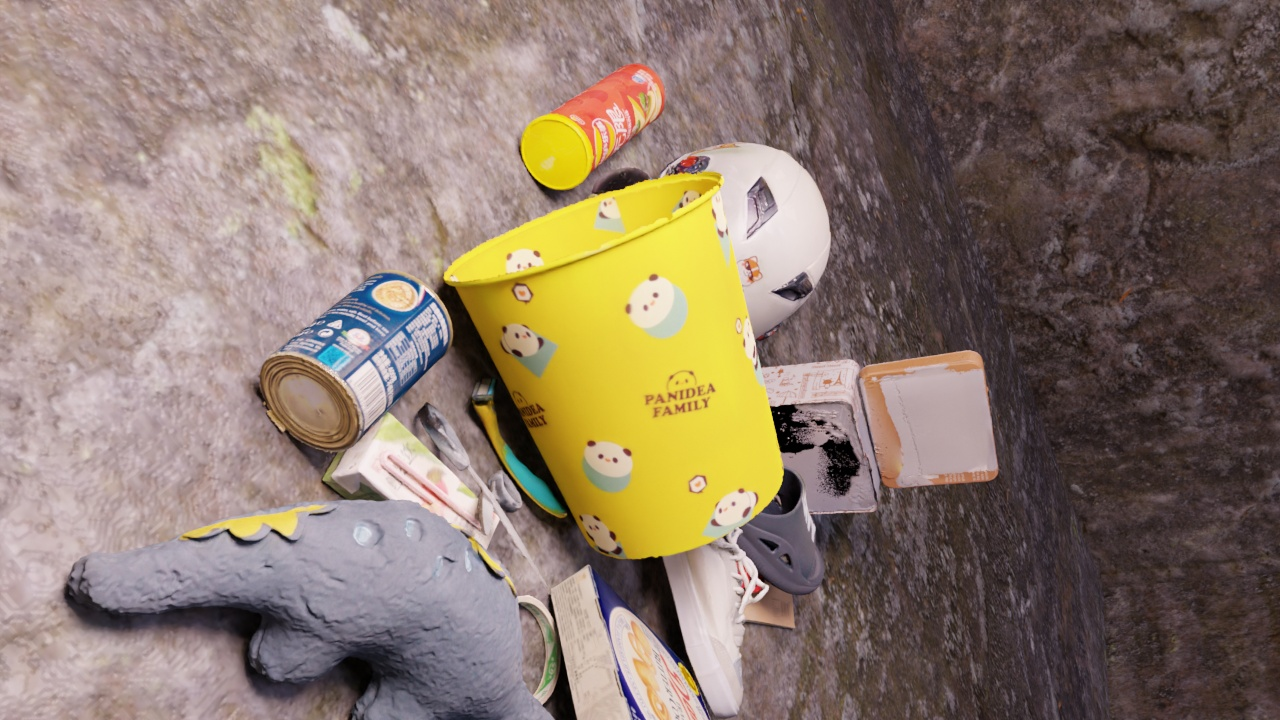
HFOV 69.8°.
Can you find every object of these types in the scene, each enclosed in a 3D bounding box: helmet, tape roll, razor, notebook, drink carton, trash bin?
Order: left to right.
[{"bbox_3d":[-0.154,0.095,0.632,0.122,0.046,0.053,52,39,-31],"label":"drink carton"},{"bbox_3d":[-0.099,0.077,0.743,0.132,0.028,0.043,61,3,-17],"label":"razor"},{"bbox_3d":[-0.093,0.225,0.703,0.085,0.014,0.085,30,52,-49],"label":"tape roll"},{"bbox_3d":[-0.004,0.004,0.752,0.228,0.230,0.255,-47,122,-54],"label":"trash bin"},{"bbox_3d":[0.134,-0.148,1.043,0.230,0.157,0.273,61,17,-19],"label":"helmet"},{"bbox_3d":[0.141,0.204,1.083,0.149,0.012,0.211,28,55,-51],"label":"notebook"}]

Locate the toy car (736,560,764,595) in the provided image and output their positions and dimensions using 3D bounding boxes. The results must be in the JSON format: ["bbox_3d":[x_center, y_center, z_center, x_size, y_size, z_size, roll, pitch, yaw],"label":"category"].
[{"bbox_3d":[0.099,0.227,0.974,0.106,0.031,0.049,3,72,-47],"label":"toy car"}]

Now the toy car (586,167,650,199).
[{"bbox_3d":[-0.023,-0.112,0.885,0.042,0.070,0.158,35,61,-59],"label":"toy car"}]

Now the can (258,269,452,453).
[{"bbox_3d":[-0.183,-0.001,0.599,0.075,0.075,0.110,61,34,-21],"label":"can"}]

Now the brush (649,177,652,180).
[{"bbox_3d":[0.003,-0.118,0.930,0.055,0.074,0.143,18,73,-58],"label":"brush"}]

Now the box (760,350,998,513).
[{"bbox_3d":[0.264,0.084,1.047,0.082,0.261,0.177,-68,144,-49],"label":"box"}]

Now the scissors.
[{"bbox_3d":[-0.109,0.093,0.649,0.159,0.014,0.181,49,-2,1],"label":"scissors"}]

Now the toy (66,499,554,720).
[{"bbox_3d":[-0.149,0.163,0.567,0.356,0.092,0.137,43,61,-33],"label":"toy"}]

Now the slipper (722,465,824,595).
[{"bbox_3d":[0.131,0.156,0.978,0.268,0.083,0.110,41,27,-27],"label":"slipper"}]

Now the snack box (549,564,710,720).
[{"bbox_3d":[0.007,0.279,0.726,0.182,0.046,0.177,52,6,-32],"label":"snack box"}]

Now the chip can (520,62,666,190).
[{"bbox_3d":[-0.041,-0.242,0.931,0.073,0.073,0.215,63,33,-18],"label":"chip can"}]

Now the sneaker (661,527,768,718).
[{"bbox_3d":[0.071,0.210,0.870,0.089,0.091,0.242,76,-2,-84],"label":"sneaker"}]
